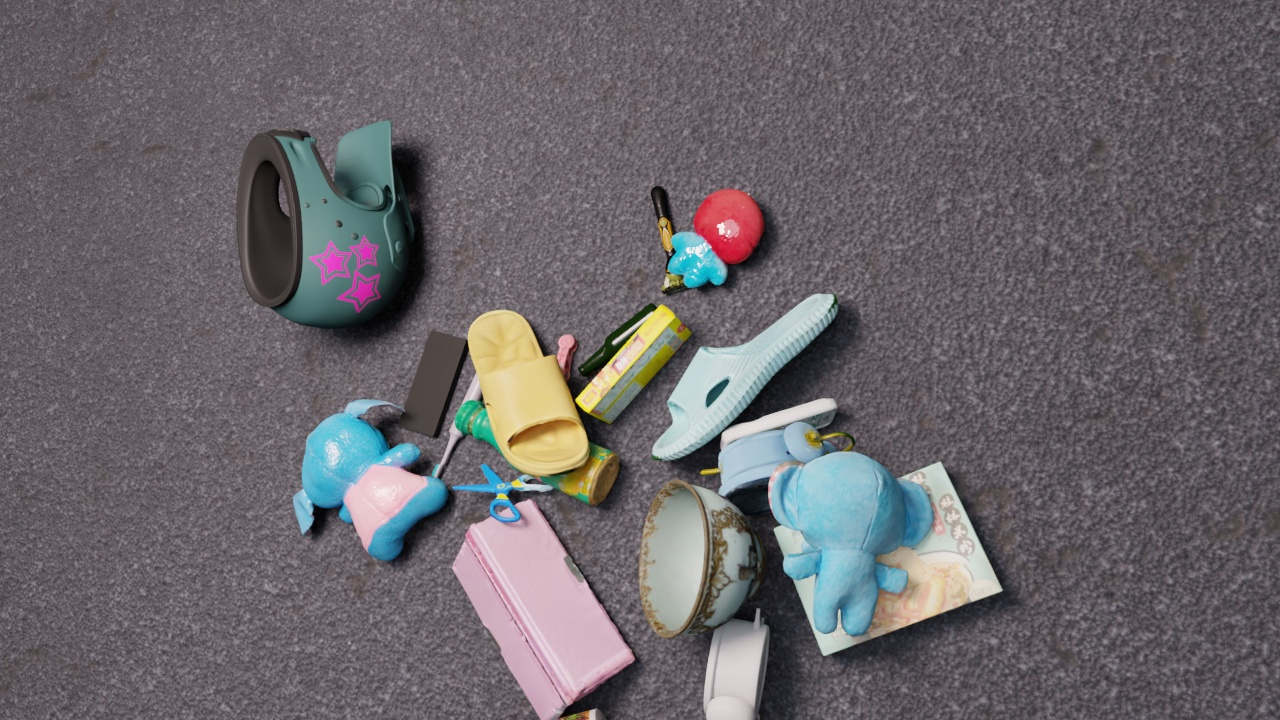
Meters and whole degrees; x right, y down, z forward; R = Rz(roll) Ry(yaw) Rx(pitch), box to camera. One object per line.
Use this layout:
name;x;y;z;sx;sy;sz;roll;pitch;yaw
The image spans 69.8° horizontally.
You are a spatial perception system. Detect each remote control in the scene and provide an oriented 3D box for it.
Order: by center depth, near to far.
remote control;0.152;0.071;1.013;0.133;0.050;0.022;-16;62;-9
remote control;-0.270;0.030;1.202;0.058;0.013;0.133;16;83;21

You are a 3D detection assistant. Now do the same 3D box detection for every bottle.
bottle;-0.130;0.104;1.109;0.210;0.068;0.068;22;85;21
bottle;-0.025;-0.022;1.123;0.123;0.033;0.033;-37;69;7

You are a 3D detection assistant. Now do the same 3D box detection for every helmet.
helmet;-0.394;-0.179;1.190;0.177;0.199;0.275;-1;93;38

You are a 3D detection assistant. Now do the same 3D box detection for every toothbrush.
toothbrush;-0.223;0.064;1.176;0.019;0.018;0.188;22;85;27

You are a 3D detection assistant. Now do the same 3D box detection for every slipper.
slipper;0.106;0.008;1.032;0.276;0.116;0.069;-43;101;0
slipper;-0.143;0.024;1.084;0.099;0.078;0.263;-19;50;-13

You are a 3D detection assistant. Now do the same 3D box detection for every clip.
clip;-0.097;-0.004;1.142;0.023;0.045;0.060;7;93;15

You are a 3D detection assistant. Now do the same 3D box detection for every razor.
razor;0.034;-0.154;1.143;0.044;0.021;0.144;-16;71;14

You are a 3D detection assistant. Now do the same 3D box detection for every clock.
clock;0.096;0.341;0.957;0.061;0.120;0.159;7;69;14
clock;0.155;0.117;0.988;0.162;0.118;0.060;-21;60;18

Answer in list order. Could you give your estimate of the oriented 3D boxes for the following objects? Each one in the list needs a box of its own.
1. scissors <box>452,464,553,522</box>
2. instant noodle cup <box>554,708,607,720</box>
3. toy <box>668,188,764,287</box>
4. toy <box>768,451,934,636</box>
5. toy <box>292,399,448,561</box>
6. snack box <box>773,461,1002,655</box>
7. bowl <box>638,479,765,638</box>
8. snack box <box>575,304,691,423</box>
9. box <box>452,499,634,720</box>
scissors;-0.162;0.153;1.114;0.123;0.016;0.125;-17;33;-26
instant noodle cup;-0.091;0.436;0.999;0.122;0.122;0.137;-24;98;1
toy;0.092;-0.145;1.099;0.133;0.062;0.092;-48;61;7
toy;0.204;0.181;0.922;0.183;0.115;0.180;11;83;-18
toy;-0.353;0.162;1.159;0.191;0.099;0.224;40;99;15
snack box;0.257;0.210;0.970;0.194;0.044;0.141;-25;69;12
bowl;0.071;0.207;0.947;0.093;0.160;0.159;10;78;-21
snack box;-0.006;0.006;1.088;0.025;0.075;0.152;43;93;23
box;-0.121;0.296;1.085;0.106;0.116;0.232;-25;66;-32
